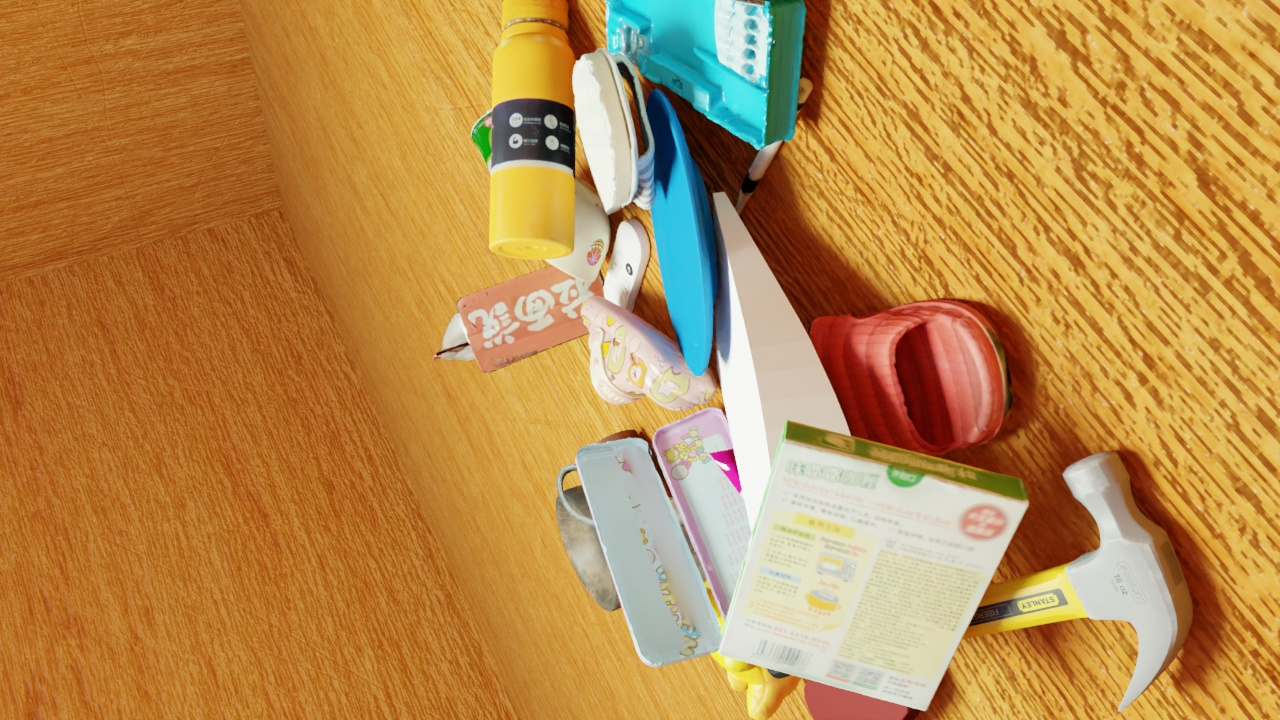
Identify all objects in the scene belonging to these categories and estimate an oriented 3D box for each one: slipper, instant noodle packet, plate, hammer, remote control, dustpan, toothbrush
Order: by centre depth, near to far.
[{"bbox_3d":[0.183,0.166,0.580,0.325,0.029,0.127,-38,73,50],"label":"hammer"},{"bbox_3d":[0.141,0.018,0.613,0.249,0.059,0.103,-6,104,67],"label":"slipper"},{"bbox_3d":[0.099,0.033,0.655,0.192,0.053,0.257,83,179,-48],"label":"dustpan"},{"bbox_3d":[0.081,-0.135,0.664,0.187,0.017,0.012,118,137,-60],"label":"toothbrush"},{"bbox_3d":[0.036,-0.100,0.724,0.224,0.024,0.224,169,92,-85],"label":"plate"},{"bbox_3d":[-0.020,-0.178,0.750,0.273,0.054,0.114,162,95,-85],"label":"slipper"},{"bbox_3d":[-0.005,0.005,0.858,0.081,0.093,0.197,-58,34,7],"label":"slipper"},{"bbox_3d":[-0.015,-0.089,0.914,0.043,0.013,0.137,58,154,23],"label":"remote control"},{"bbox_3d":[-0.147,-0.043,1.048,0.221,0.164,0.084,-12,101,66],"label":"instant noodle packet"}]

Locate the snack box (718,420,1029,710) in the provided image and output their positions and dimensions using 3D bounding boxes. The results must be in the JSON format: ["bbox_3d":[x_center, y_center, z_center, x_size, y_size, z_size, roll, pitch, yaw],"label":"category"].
[{"bbox_3d":[0.127,0.123,0.531,0.027,0.132,0.168,-67,-10,-59],"label":"snack box"}]

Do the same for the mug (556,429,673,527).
[{"bbox_3d":[-0.027,0.148,1.017,0.081,0.117,0.111,78,166,-69],"label":"mug"}]

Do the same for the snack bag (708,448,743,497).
[{"bbox_3d":[0.133,0.139,0.722,0.196,0.070,0.016,51,131,34],"label":"snack bag"}]

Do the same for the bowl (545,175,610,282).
[{"bbox_3d":[-0.073,-0.142,0.906,0.074,0.118,0.118,-53,49,13],"label":"bowl"}]

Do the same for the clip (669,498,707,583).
[{"bbox_3d":[0.066,0.180,0.847,0.152,0.126,0.105,14,118,34],"label":"clip"}]

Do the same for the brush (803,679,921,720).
[{"bbox_3d":[0.186,0.264,0.742,0.082,0.041,0.174,52,152,34],"label":"brush"}]

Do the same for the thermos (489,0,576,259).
[{"bbox_3d":[-0.103,-0.212,0.828,0.092,0.076,0.232,-3,83,23],"label":"thermos"}]

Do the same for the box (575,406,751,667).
[{"bbox_3d":[0.038,0.143,0.779,0.041,0.151,0.214,87,165,-51],"label":"box"}]

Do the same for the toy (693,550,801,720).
[{"bbox_3d":[0.082,0.249,0.903,0.134,0.087,0.194,60,166,-25],"label":"toy"}]

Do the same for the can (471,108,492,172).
[{"bbox_3d":[-0.129,-0.210,0.991,0.121,0.067,0.067,62,156,15],"label":"can"}]

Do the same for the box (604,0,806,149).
[{"bbox_3d":[0.016,-0.248,0.617,0.168,0.086,0.227,43,-176,-44],"label":"box"}]

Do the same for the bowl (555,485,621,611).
[{"bbox_3d":[-0.041,0.229,1.164,0.162,0.070,0.162,47,148,41],"label":"bowl"}]
